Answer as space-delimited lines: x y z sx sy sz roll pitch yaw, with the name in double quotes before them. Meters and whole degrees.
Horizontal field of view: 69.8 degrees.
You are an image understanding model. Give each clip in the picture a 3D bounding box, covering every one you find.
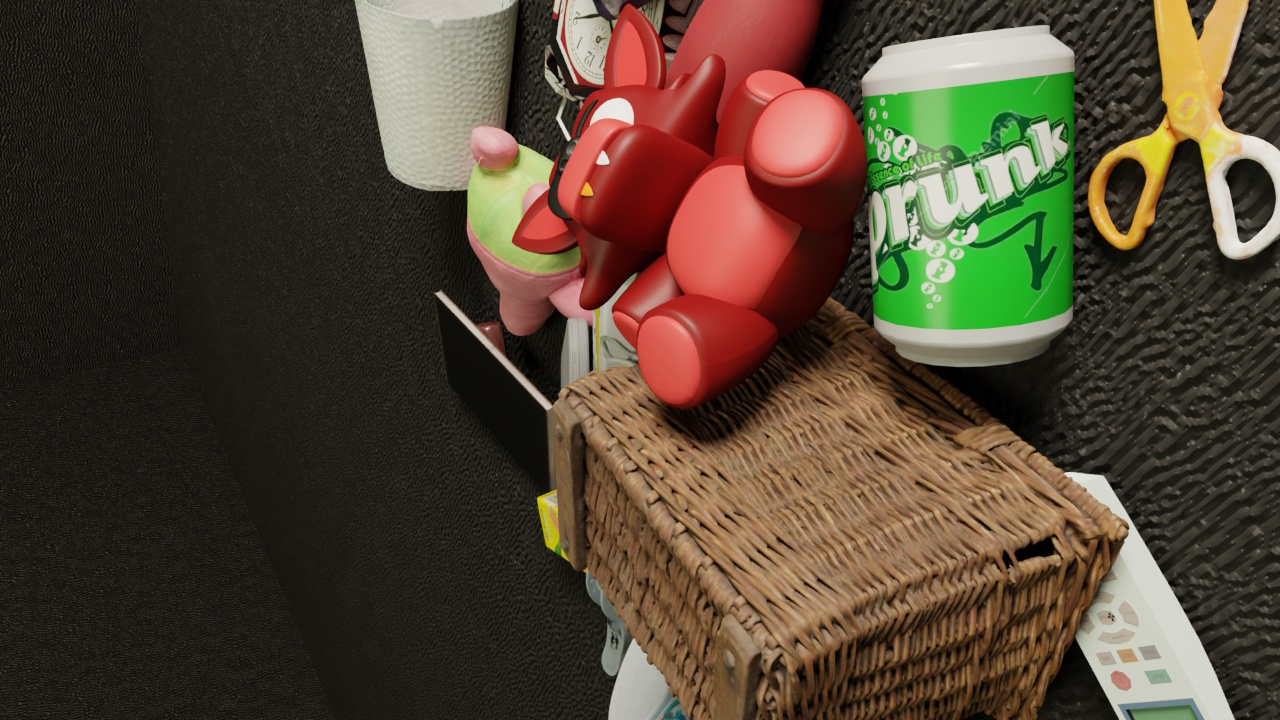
"clip" 0.015 0.193 0.793 0.028 0.127 0.167 41 144 41

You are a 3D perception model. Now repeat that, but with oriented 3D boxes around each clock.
"clock" -0.009 -0.206 0.611 0.114 0.065 0.155 50 126 31

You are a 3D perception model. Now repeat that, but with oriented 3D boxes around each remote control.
"remote control" 0.232 0.121 0.439 0.143 0.024 0.050 66 151 13
"remote control" -0.054 0.016 0.769 0.151 0.019 0.074 118 151 -75

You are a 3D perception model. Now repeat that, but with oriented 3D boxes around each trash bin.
"trash bin" -0.173 -0.243 0.797 0.133 0.133 0.162 47 144 35

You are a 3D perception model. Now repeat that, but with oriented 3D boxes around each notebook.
"notebook" -0.152 0.036 0.960 0.209 0.008 0.142 42 146 32

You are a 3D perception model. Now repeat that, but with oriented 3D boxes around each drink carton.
"drink carton" -0.043 0.166 0.861 0.135 0.042 0.058 16 120 54

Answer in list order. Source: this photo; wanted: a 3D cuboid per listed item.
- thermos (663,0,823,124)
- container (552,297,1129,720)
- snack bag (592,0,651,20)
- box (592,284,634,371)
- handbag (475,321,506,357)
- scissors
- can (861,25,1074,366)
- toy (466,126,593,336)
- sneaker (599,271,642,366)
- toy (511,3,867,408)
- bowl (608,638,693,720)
"thermos" 0.057 -0.171 0.525 0.073 0.073 0.241 57 143 24
"container" 0.074 0.091 0.492 0.250 0.182 0.162 47 146 44
"snack bag" -0.007 -0.306 0.523 0.097 0.058 0.205 -19 74 40
"box" -0.005 0.004 0.710 0.033 0.064 0.210 -134 39 -56
"handbag" -0.150 0.019 0.974 0.055 0.029 0.119 0 109 59
"scissors" 0.226 -0.099 0.359 0.097 0.012 0.133 36 134 42
"can" 0.149 -0.074 0.418 0.088 0.087 0.140 15 116 54
"toy" -0.093 -0.094 0.781 0.192 0.096 0.237 55 158 23
"sneaker" 0.021 0.029 0.656 0.089 0.090 0.242 24 124 49
"toy" 0.014 -0.084 0.471 0.197 0.120 0.159 41 113 35
"bowl" 0.043 0.240 0.712 0.074 0.143 0.144 30 144 -7
